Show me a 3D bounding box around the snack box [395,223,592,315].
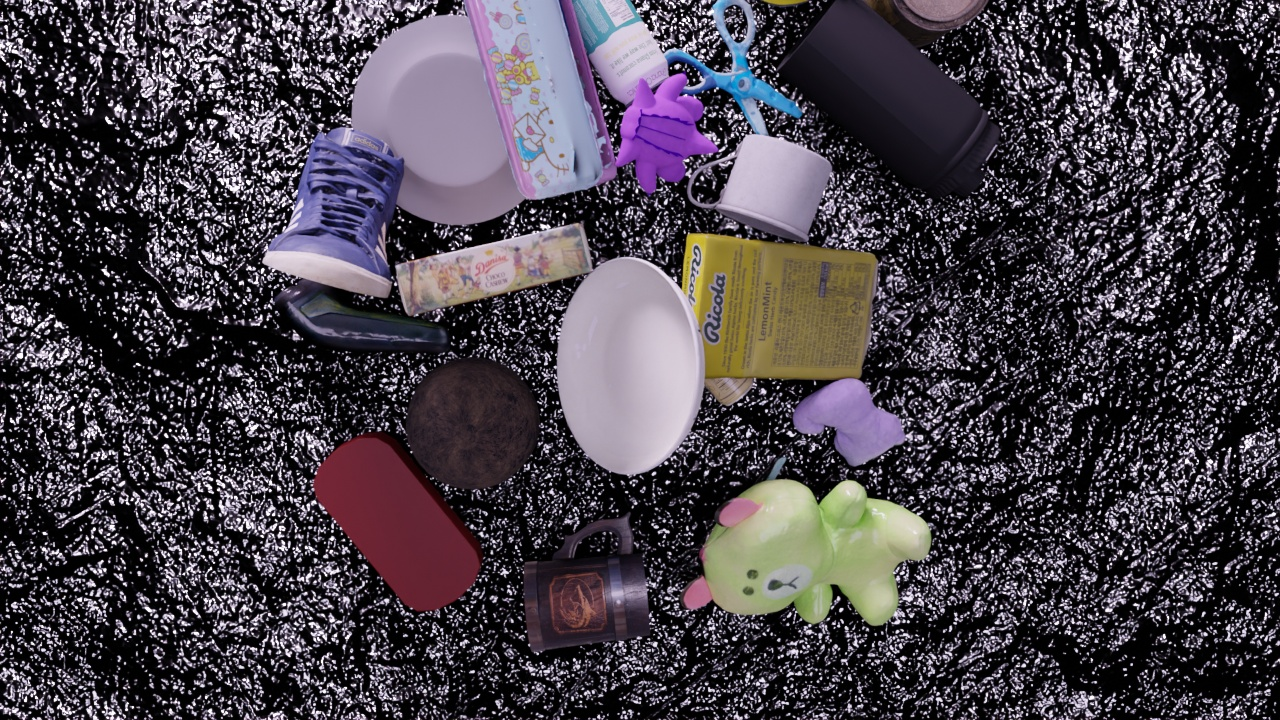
[{"bbox_3d":[-0.114,-0.078,0.756,0.147,0.143,0.041,-13,99,0],"label":"snack box"}]

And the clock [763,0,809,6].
[{"bbox_3d":[0.134,-0.336,0.751,0.119,0.057,0.083,22,78,22],"label":"clock"}]

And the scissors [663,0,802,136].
[{"bbox_3d":[0.076,-0.241,0.807,0.118,0.013,0.140,-25,101,1],"label":"scissors"}]

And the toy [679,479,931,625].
[{"bbox_3d":[0.145,0.167,0.827,0.197,0.107,0.150,13,119,-3],"label":"toy"}]

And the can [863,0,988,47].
[{"bbox_3d":[0.240,-0.315,0.769,0.090,0.074,0.090,0,99,-3],"label":"can"}]

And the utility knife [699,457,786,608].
[{"bbox_3d":[0.095,0.164,0.869,0.022,0.015,0.167,29,95,-31],"label":"utility knife"}]

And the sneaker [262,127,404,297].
[{"bbox_3d":[-0.223,-0.120,0.707,0.091,0.233,0.118,16,92,-15],"label":"sneaker"}]

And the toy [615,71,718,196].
[{"bbox_3d":[0.019,-0.189,0.766,0.088,0.056,0.106,6,107,-41],"label":"toy"}]

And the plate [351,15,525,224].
[{"bbox_3d":[-0.162,-0.209,0.800,0.178,0.012,0.178,0,99,-2],"label":"plate"}]

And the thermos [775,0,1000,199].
[{"bbox_3d":[0.219,-0.216,0.778,0.198,0.086,0.086,38,95,-7],"label":"thermos"}]

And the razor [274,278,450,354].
[{"bbox_3d":[-0.242,-0.037,0.808,0.151,0.054,0.067,9,90,-9],"label":"razor"}]

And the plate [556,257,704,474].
[{"bbox_3d":[-0.005,0.005,0.780,0.034,0.182,0.182,-1,101,-41],"label":"plate"}]

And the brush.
[{"bbox_3d":[-0.218,0.145,0.838,0.082,0.042,0.173,-36,99,3],"label":"brush"}]

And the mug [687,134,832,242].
[{"bbox_3d":[0.101,-0.151,0.786,0.113,0.084,0.070,20,95,-1],"label":"mug"}]

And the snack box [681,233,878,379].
[{"bbox_3d":[0.120,-0.043,0.801,0.180,0.045,0.121,1,99,-24],"label":"snack box"}]

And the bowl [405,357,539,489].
[{"bbox_3d":[-0.153,0.061,0.821,0.121,0.056,0.121,0,99,-2],"label":"bowl"}]

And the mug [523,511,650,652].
[{"bbox_3d":[-0.050,0.202,0.844,0.107,0.080,0.115,-6,73,-3],"label":"mug"}]

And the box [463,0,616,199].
[{"bbox_3d":[-0.094,-0.237,0.746,0.091,0.090,0.214,-19,100,-21],"label":"box"}]

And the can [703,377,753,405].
[{"bbox_3d":[0.064,0.001,0.830,0.038,0.038,0.079,-41,98,4],"label":"can"}]

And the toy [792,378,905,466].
[{"bbox_3d":[0.188,0.058,0.838,0.080,0.036,0.099,-30,122,24],"label":"toy"}]

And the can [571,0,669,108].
[{"bbox_3d":[-0.020,-0.270,0.775,0.055,0.055,0.101,-33,99,3],"label":"can"}]
